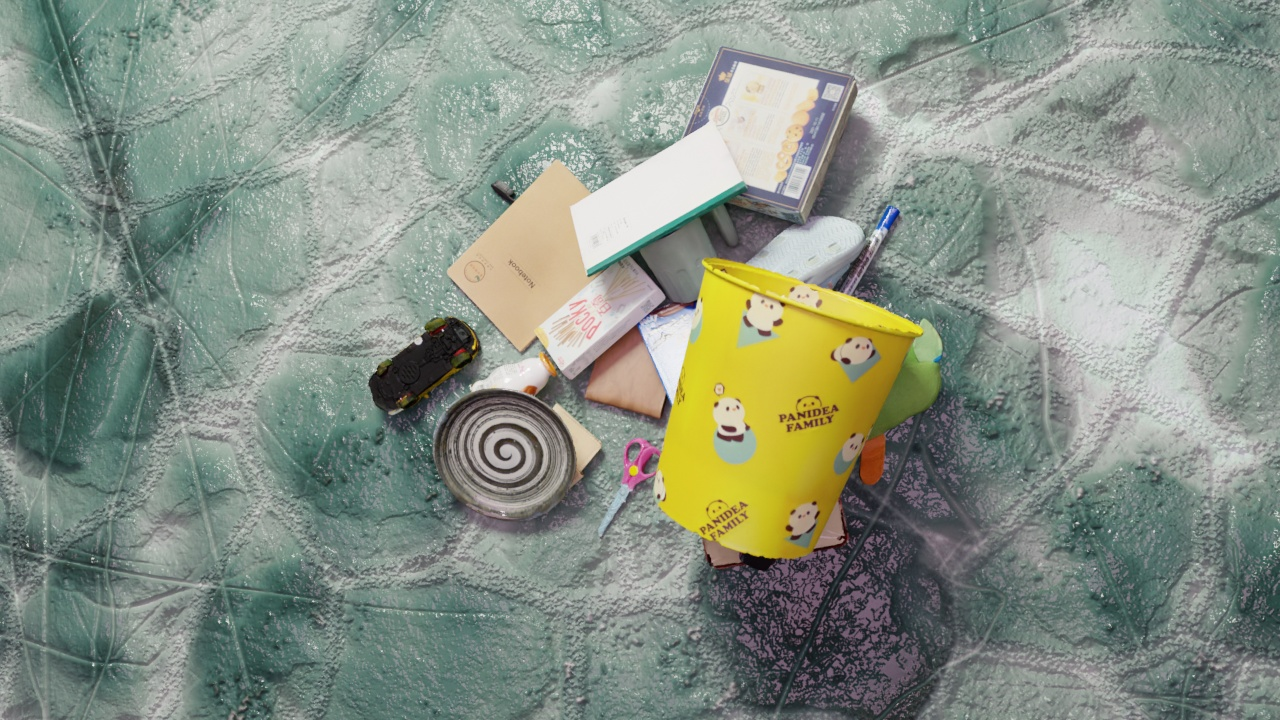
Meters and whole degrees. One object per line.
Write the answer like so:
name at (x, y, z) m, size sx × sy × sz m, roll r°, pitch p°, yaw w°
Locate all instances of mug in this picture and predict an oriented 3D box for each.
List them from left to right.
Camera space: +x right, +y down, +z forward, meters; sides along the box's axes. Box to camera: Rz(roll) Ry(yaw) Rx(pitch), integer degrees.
mug at (0.060, -0.145, 1.107) m, size 0.123 × 0.103 × 0.084 m, roll -42°, pitch 38°, yaw -12°

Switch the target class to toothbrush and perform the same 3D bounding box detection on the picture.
toothbrush at (-0.116, -0.182, 1.189) m, size 0.189 × 0.014 × 0.016 m, roll 33°, pitch 64°, yaw 9°

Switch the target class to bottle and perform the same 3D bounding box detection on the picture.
bottle at (-0.158, 0.033, 1.148) m, size 0.108 × 0.063 × 0.063 m, roll -34°, pitch 81°, yaw 4°

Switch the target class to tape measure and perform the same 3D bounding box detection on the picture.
tape measure at (0.137, 0.204, 1.022) m, size 0.039 × 0.057 × 0.058 m, roll 24°, pitch 91°, yaw 5°

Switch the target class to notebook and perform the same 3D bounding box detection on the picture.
notebook at (-0.130, -0.134, 1.178) m, size 0.208 × 0.008 × 0.148 m, roll -44°, pitch 84°, yaw 5°
notebook at (0.014, -0.193, 1.089) m, size 0.209 × 0.012 × 0.150 m, roll -28°, pitch 42°, yaw 12°

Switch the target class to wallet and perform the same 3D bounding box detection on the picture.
wallet at (-0.110, 0.125, 1.154) m, size 0.087 × 0.024 × 0.115 m, roll 41°, pitch 91°, yaw 14°
wallet at (-0.007, 0.007, 1.153) m, size 0.101 × 0.020 × 0.115 m, roll 15°, pitch 84°, yaw 10°

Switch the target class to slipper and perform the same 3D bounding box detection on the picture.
slipper at (0.172, -0.087, 1.094) m, size 0.245 × 0.104 × 0.074 m, roll -36°, pitch 124°, yaw -10°

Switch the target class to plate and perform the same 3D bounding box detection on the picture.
plate at (-0.165, 0.113, 1.122) m, size 0.179 × 0.024 × 0.180 m, roll 2°, pitch 110°, yaw 6°

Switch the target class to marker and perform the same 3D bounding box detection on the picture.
marker at (0.276, -0.124, 1.127) m, size 0.017 × 0.017 × 0.146 m, roll 30°, pitch 89°, yaw 10°

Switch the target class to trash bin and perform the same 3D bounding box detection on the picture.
trash bin at (0.135, 0.049, 0.950) m, size 0.230 × 0.229 × 0.255 m, roll 20°, pitch 103°, yaw 9°

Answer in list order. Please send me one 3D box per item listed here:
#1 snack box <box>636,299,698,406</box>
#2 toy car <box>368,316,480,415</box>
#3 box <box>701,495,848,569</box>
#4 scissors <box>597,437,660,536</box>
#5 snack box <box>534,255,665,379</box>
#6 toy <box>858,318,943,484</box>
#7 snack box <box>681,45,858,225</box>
snack box at (0.061, 0.001, 1.108) m, size 0.084 × 0.026 × 0.157 m, roll -24°, pitch 66°, yaw 3°
toy car at (-0.279, 0.006, 1.178) m, size 0.156 × 0.041 × 0.071 m, roll -38°, pitch 81°, yaw 1°
box at (0.154, 0.188, 1.083) m, size 0.168 × 0.076 × 0.091 m, roll -12°, pitch 84°, yaw 6°
scissors at (-0.018, 0.161, 1.141) m, size 0.057 × 0.017 × 0.133 m, roll 30°, pitch 93°, yaw 24°
snack box at (-0.052, -0.056, 1.143) m, size 0.157 × 0.027 × 0.084 m, roll -40°, pitch 50°, yaw 2°
toy at (0.237, 0.041, 1.074) m, size 0.247 × 0.090 × 0.226 m, roll -17°, pitch 64°, yaw 14°
snack box at (0.149, -0.279, 1.127) m, size 0.183 × 0.045 × 0.178 m, roll 21°, pitch 87°, yaw 23°
